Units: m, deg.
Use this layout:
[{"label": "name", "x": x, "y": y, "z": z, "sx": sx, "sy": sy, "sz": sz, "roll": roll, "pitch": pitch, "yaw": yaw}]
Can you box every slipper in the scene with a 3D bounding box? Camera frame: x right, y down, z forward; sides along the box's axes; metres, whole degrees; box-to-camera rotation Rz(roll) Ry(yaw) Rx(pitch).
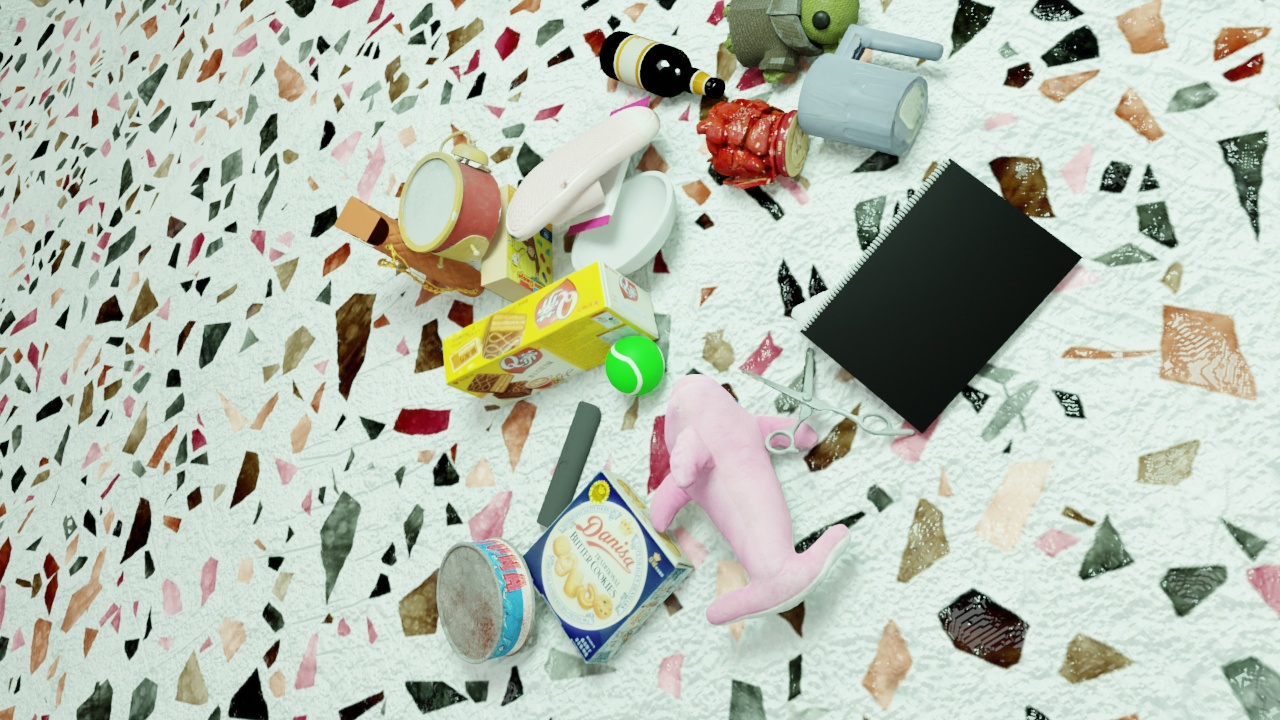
[{"label": "slipper", "x": -0.068, "y": -0.218, "z": 1.071, "sx": 0.221, "sy": 0.056, "sz": 0.106, "roll": -39, "pitch": 38, "yaw": 0}]

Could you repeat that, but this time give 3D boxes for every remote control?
[{"label": "remote control", "x": -0.081, "y": 0.118, "z": 1.040, "sx": 0.033, "sy": 0.015, "sz": 0.146, "roll": 15, "pitch": 82, "yaw": 36}]

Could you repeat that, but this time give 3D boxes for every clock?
[{"label": "clock", "x": -0.218, "y": -0.193, "z": 1.087, "sx": 0.117, "sy": 0.081, "sz": 0.158, "roll": -10, "pitch": 76, "yaw": 41}]

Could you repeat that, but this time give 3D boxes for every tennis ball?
[{"label": "tennis ball", "x": -0.006, "y": 0.006, "z": 0.999, "sx": 0.065, "sy": 0.065, "sz": 0.065, "roll": -12, "pitch": 67, "yaw": 30}]

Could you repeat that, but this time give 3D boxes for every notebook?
[{"label": "notebook", "x": 0.268, "y": -0.060, "z": 0.839, "sx": 0.149, "sy": 0.016, "sz": 0.207, "roll": 42, "pitch": 99, "yaw": 13}]

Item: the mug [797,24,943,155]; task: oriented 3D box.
[{"label": "mug", "x": 0.234, "y": -0.276, "z": 0.928, "sx": 0.104, "sy": 0.083, "sz": 0.124, "roll": 26, "pitch": 85, "yaw": 32}]

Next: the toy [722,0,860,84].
[{"label": "toy", "x": 0.164, "y": -0.378, "z": 1.009, "sx": 0.153, "sy": 0.078, "sz": 0.179, "roll": 1, "pitch": 96, "yaw": 35}]

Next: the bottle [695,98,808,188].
[{"label": "bottle", "x": 0.118, "y": -0.231, "z": 0.993, "sx": 0.111, "sy": 0.099, "sz": 0.099, "roll": 14, "pitch": 81, "yaw": 26}]

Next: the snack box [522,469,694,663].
[{"label": "snack box", "x": -0.039, "y": 0.213, "z": 0.961, "sx": 0.145, "sy": 0.042, "sz": 0.144, "roll": -49, "pitch": 54, "yaw": 10}]

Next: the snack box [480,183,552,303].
[{"label": "snack box", "x": -0.151, "y": -0.138, "z": 1.132, "sx": 0.040, "sy": 0.088, "sz": 0.125, "roll": -14, "pitch": 66, "yaw": 29}]

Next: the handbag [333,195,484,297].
[{"label": "handbag", "x": -0.290, "y": -0.133, "z": 1.170, "sx": 0.109, "sy": 0.171, "sz": 0.060, "roll": 30, "pitch": 90, "yaw": 37}]

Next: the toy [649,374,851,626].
[{"label": "toy", "x": 0.076, "y": 0.110, "z": 0.865, "sx": 0.187, "sy": 0.128, "sz": 0.265, "roll": -34, "pitch": 56, "yaw": 12}]

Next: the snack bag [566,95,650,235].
[{"label": "snack bag", "x": -0.037, "y": -0.236, "z": 1.112, "sx": 0.070, "sy": 0.016, "sz": 0.196, "roll": -10, "pitch": 55, "yaw": 43}]

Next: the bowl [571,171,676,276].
[{"label": "bowl", "x": -0.011, "y": -0.147, "z": 1.060, "sx": 0.150, "sy": 0.043, "sz": 0.149, "roll": -29, "pitch": 41, "yaw": 28}]

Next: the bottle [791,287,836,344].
[{"label": "bottle", "x": 0.214, "y": -0.064, "z": 0.891, "sx": 0.136, "sy": 0.044, "sz": 0.044, "roll": -31, "pitch": 59, "yaw": 21}]

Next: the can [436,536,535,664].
[{"label": "can", "x": -0.171, "y": 0.261, "z": 1.003, "sx": 0.130, "sy": 0.044, "sz": 0.130, "roll": -1, "pitch": 89, "yaw": 47}]

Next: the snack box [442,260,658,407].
[{"label": "snack box", "x": -0.106, "y": -0.025, "z": 1.048, "sx": 0.231, "sy": 0.110, "sz": 0.061, "roll": -24, "pitch": 61, "yaw": 25}]

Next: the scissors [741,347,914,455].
[{"label": "scissors", "x": 0.171, "y": 0.046, "z": 0.871, "sx": 0.175, "sy": 0.014, "sz": 0.141, "roll": 21, "pitch": 51, "yaw": 22}]

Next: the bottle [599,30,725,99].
[{"label": "bottle", "x": 0.029, "y": -0.349, "z": 1.106, "sx": 0.182, "sy": 0.059, "sz": 0.059, "roll": 32, "pitch": 92, "yaw": 37}]
